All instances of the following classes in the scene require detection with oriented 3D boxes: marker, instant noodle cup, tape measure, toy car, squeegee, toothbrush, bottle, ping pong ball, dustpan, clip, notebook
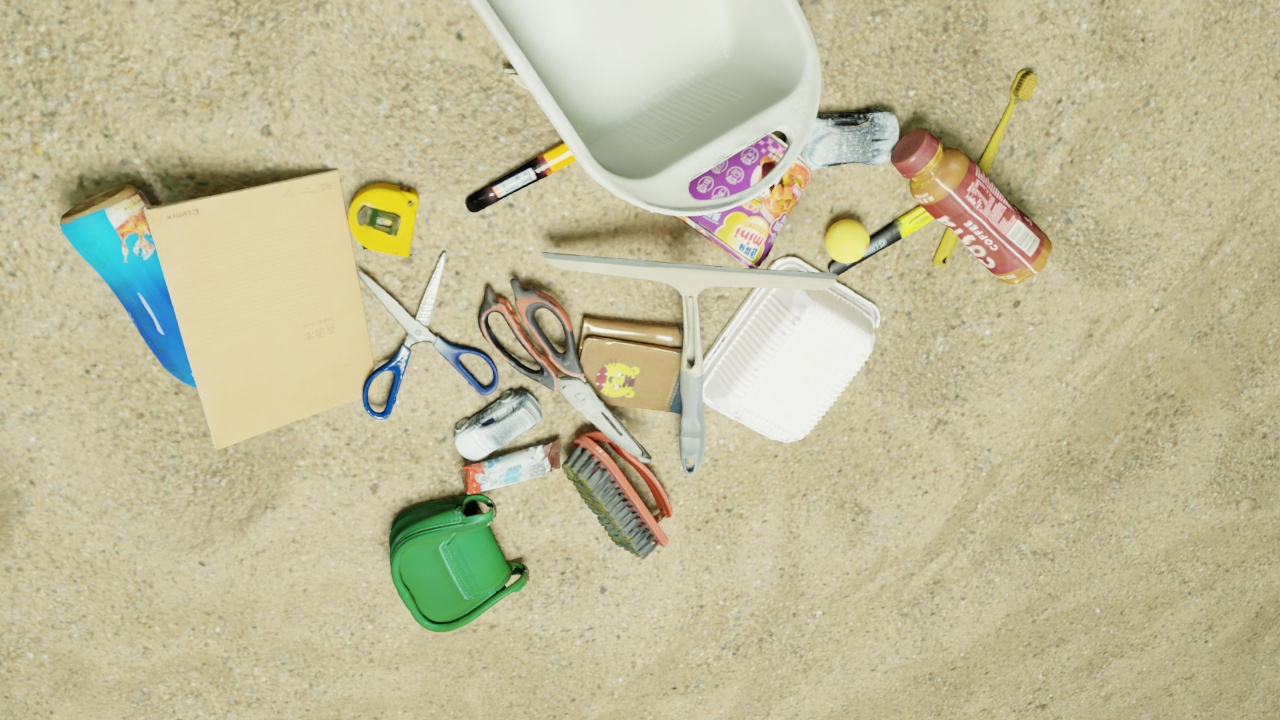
[{"bbox_3d":[0.232,-0.115,0.864,0.124,0.015,0.018,-31,116,8],"label":"marker"},{"bbox_3d":[0.084,-0.143,0.773,0.111,0.111,0.099,32,100,-24],"label":"instant noodle cup"},{"bbox_3d":[-0.215,-0.118,0.768,0.057,0.029,0.060,11,115,-15],"label":"tape measure"},{"bbox_3d":[-0.137,0.065,0.879,0.091,0.034,0.043,-31,122,8],"label":"toy car"},{"bbox_3d":[0.176,-0.192,0.803,0.105,0.031,0.049,-7,118,-6],"label":"toy car"},{"bbox_3d":[0.047,0.007,0.839,0.247,0.039,0.247,5,128,13],"label":"squeegee"},{"bbox_3d":[0.317,-0.173,0.848,0.015,0.016,0.190,12,115,-15],"label":"toothbrush"},{"bbox_3d":[-0.384,-0.036,0.759,0.065,0.065,0.219,-22,119,1],"label":"bottle"},{"bbox_3d":[0.146,0.003,0.886,0.138,0.060,0.174,27,111,-23],"label":"instant noodle cup"},{"bbox_3d":[0.190,-0.110,0.844,0.040,0.040,0.040,-5,118,-9],"label":"ping pong ball"},{"bbox_3d":[0.013,-0.244,0.662,0.222,0.142,0.258,-32,124,-9],"label":"dustpan"},{"bbox_3d":[-0.094,-0.159,0.779,0.124,0.015,0.018,-27,118,7],"label":"marker"},{"bbox_3d":[-0.058,-0.234,0.735,0.100,0.034,0.076,6,115,-19],"label":"clip"},{"bbox_3d":[-0.305,-0.042,0.765,0.149,0.012,0.212,-22,124,-33],"label":"notebook"},{"bbox_3d":[0.295,-0.138,0.821,0.175,0.057,0.057,35,106,-24],"label":"bottle"}]

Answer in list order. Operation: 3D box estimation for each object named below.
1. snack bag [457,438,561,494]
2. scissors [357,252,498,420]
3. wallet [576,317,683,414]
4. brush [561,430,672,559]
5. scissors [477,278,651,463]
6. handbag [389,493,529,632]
[{"bbox_3d":[-0.127,0.106,0.900,0.105,0.026,0.045,-14,133,-18],"label":"snack bag"},{"bbox_3d":[-0.197,-0.014,0.832,0.162,0.012,0.176,26,104,-26],"label":"scissors"},{"bbox_3d":[-0.005,0.005,0.874,0.115,0.033,0.090,7,117,-11],"label":"wallet"},{"bbox_3d":[-0.021,0.127,0.923,0.069,0.063,0.146,-44,120,-22],"label":"brush"},{"bbox_3d":[-0.053,0.013,0.846,0.210,0.015,0.177,16,118,0],"label":"scissors"},{"bbox_3d":[-0.185,0.200,0.921,0.120,0.068,0.131,-21,120,-1],"label":"handbag"}]
